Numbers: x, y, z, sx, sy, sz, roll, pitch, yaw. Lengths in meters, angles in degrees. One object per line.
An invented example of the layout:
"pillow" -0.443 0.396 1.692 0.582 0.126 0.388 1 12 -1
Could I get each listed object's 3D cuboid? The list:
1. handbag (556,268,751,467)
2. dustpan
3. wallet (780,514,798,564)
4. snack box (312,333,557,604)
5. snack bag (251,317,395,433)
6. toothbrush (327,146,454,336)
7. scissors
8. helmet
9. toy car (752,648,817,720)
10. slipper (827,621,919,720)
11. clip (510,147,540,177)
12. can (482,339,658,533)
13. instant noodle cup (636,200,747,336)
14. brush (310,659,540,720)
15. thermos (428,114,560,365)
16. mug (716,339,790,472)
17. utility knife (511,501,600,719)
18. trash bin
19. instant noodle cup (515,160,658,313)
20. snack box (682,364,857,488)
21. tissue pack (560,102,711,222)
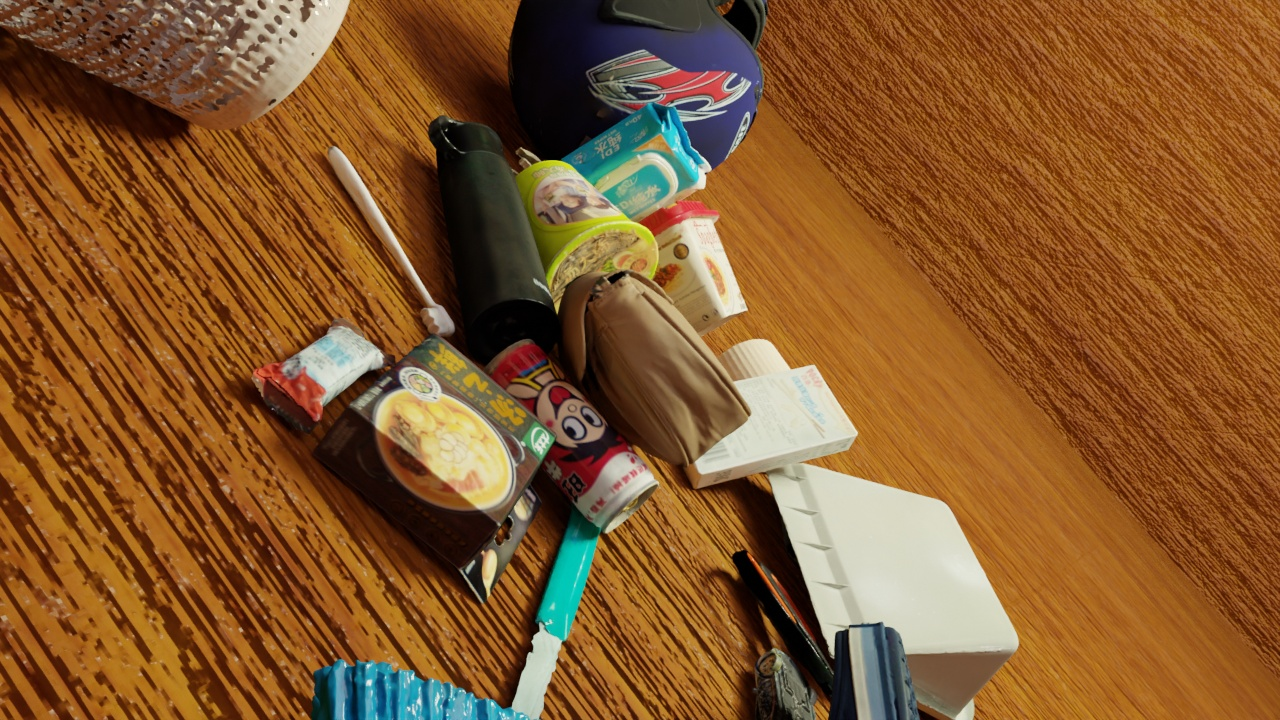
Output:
"handbag" -0.004 0.004 0.677 0.148 0.099 0.204 52 -5 -10
"dustpan" 0.218 0.222 0.835 0.257 0.143 0.222 10 37 -19
"wallet" 0.174 0.175 0.862 0.121 0.019 0.097 43 24 -17
"snack box" -0.107 0.057 0.536 0.125 0.053 0.113 39 24 -6
"snack bag" -0.177 0.003 0.522 0.045 0.026 0.105 36 24 -3
"toothbrush" -0.186 -0.088 0.664 0.016 0.016 0.180 -10 61 -56
"scissors" 0.123 0.221 0.638 0.139 0.022 0.235 50 5 -27
"helmet" 0.016 -0.311 1.012 0.315 0.248 0.240 -12 67 -19
"toy car" 0.096 0.239 0.610 0.049 0.031 0.105 48 20 -17
"slipper" 0.118 0.268 0.508 0.105 0.095 0.252 58 29 -46
"clip" -0.096 -0.171 0.924 0.100 0.035 0.074 34 26 -39
"can" -0.049 0.050 0.614 0.132 0.053 0.053 47 23 14
"instant noodle cup" 0.041 -0.085 0.934 0.124 0.117 0.116 62 25 4
"brush" -0.018 0.237 0.407 0.314 0.061 0.109 36 32 -30
"thermos" -0.127 -0.106 0.722 0.090 0.068 0.242 41 20 -45
"mug" 0.107 0.045 0.887 0.114 0.082 0.105 -9 53 -28
"utility knife" -0.048 0.137 0.549 0.029 0.013 0.218 44 21 -12
"trash bin" -0.286 -0.248 0.528 0.192 0.228 0.227 38 22 -50
"instant noodle cup" -0.062 -0.111 0.806 0.111 0.112 0.123 17 30 -49
"snack box" 0.102 0.056 0.806 0.156 0.027 0.084 -11 53 -20
"tissue pack" -0.008 -0.184 0.905 0.090 0.140 0.063 49 18 -44
